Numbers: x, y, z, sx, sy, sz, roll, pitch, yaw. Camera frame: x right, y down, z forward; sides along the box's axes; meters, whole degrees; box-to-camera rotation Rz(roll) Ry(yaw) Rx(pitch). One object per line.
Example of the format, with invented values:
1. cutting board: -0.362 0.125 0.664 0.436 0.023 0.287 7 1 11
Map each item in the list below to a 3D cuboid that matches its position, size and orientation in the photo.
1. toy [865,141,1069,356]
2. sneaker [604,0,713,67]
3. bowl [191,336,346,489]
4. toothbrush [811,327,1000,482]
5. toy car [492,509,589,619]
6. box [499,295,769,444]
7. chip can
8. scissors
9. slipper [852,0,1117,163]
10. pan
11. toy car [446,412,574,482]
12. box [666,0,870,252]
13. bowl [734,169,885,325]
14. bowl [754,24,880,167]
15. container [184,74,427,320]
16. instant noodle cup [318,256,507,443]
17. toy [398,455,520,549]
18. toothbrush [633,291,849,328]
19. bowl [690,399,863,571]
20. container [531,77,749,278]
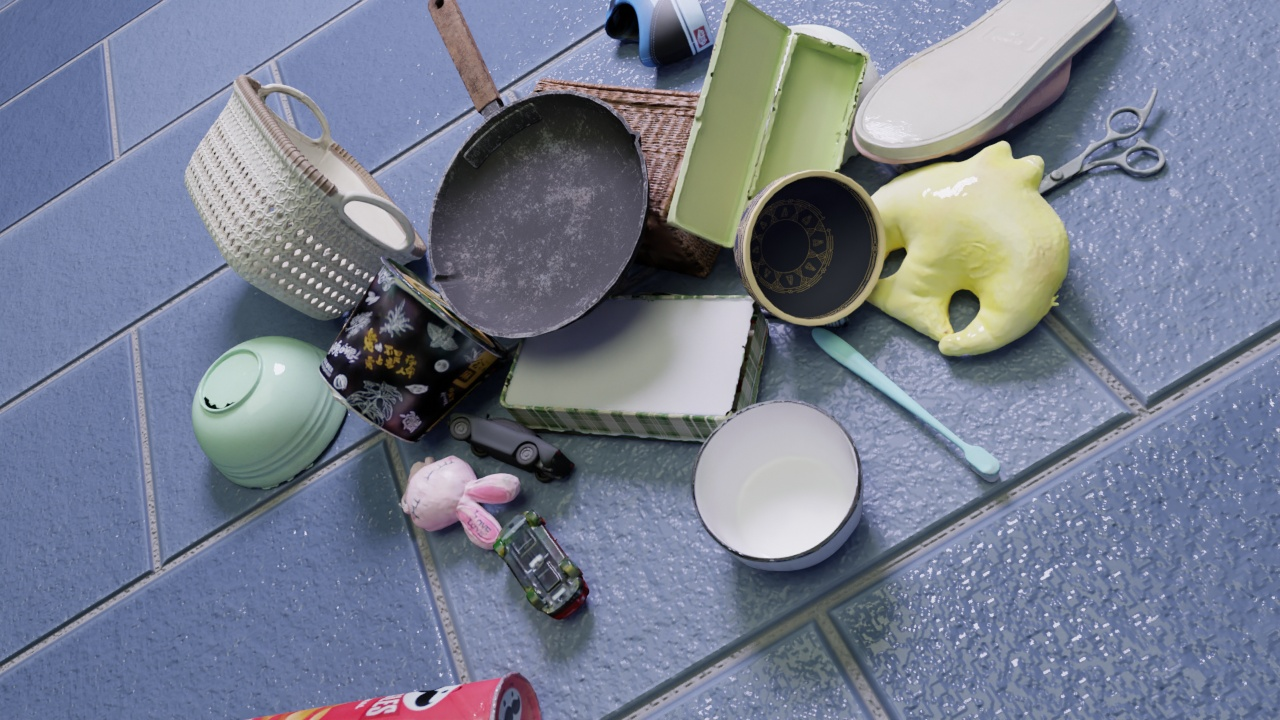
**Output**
1. toy: 0.237 -0.087 0.676 0.170 0.064 0.155 41 101 39
2. sneaker: -0.005 -0.399 0.962 0.098 0.083 0.241 -22 57 9
3. bowl: -0.355 0.036 0.850 0.151 0.077 0.150 -12 56 17
4. toothbrush: 0.186 0.026 0.661 0.016 0.016 0.180 -42 52 -3
5. toy car: -0.073 0.151 0.682 0.042 0.036 0.091 -43 54 -5
6. box: -0.004 0.004 0.737 0.206 0.050 0.117 1 58 23
7. chip can: -0.188 0.271 0.637 0.233 0.073 0.073 -14 56 16
8. scissors: 0.329 -0.154 0.708 0.171 0.014 0.094 -11 66 15
9. slipper: 0.284 -0.231 0.750 0.274 0.054 0.114 -37 49 -15
10. pan: -0.108 -0.178 0.758 0.208 0.040 0.356 -32 65 18
11. toy car: -0.106 0.067 0.742 0.112 0.046 0.034 17 69 29
12. box: 0.101 -0.176 0.732 0.044 0.141 0.187 12 88 67
13. bowl: 0.119 -0.085 0.692 0.112 0.112 0.061 -43 18 -6
14. bowl: 0.133 -0.238 0.810 0.154 0.073 0.153 -11 58 18
15. container: -0.333 -0.157 0.901 0.143 0.184 0.246 -47 52 4
16. instant noodle cup: -0.196 -0.003 0.779 0.112 0.137 0.137 -51 54 1
17. toy: -0.149 0.109 0.735 0.110 0.047 0.063 11 74 25
18. toothbrush: 0.077 -0.044 0.748 0.189 0.017 0.016 8 67 26
19. bowl: 0.098 0.092 0.627 0.116 0.066 0.116 -11 57 17
20. container: -0.014 -0.159 0.799 0.199 0.114 0.112 15 72 31
